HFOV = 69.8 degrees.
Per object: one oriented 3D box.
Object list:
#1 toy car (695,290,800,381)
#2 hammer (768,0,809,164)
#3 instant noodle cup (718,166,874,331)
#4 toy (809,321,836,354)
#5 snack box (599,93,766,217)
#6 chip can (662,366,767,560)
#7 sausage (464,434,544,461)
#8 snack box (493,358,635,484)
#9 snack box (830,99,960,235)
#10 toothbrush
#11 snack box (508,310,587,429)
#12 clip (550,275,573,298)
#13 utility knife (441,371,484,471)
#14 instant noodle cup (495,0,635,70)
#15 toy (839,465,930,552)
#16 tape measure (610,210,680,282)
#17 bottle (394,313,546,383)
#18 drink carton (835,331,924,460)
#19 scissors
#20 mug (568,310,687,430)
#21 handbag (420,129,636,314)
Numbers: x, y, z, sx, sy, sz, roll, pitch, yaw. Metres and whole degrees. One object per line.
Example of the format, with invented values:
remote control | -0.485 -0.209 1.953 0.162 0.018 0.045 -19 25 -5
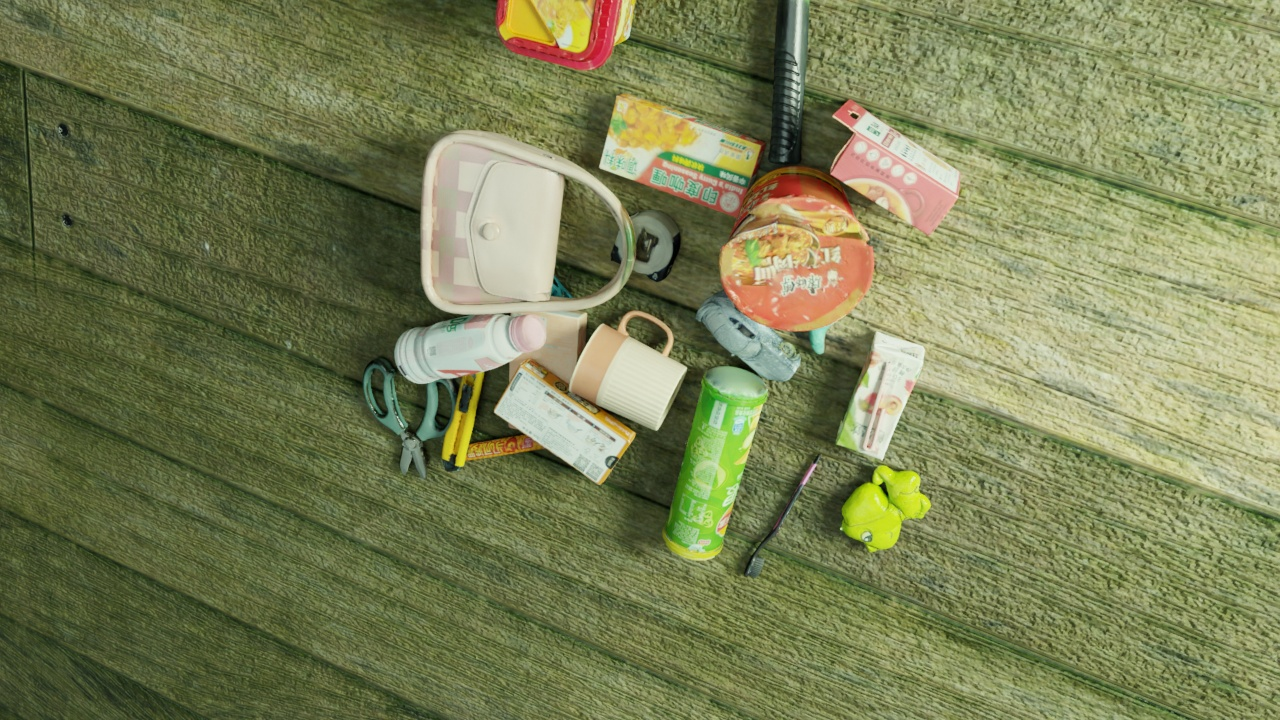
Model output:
toy car | 0.112 -0.022 0.957 0.120 0.036 0.054 41 147 -3
hammer | 0.140 -0.331 0.834 0.129 0.032 0.301 8 113 18
instant noodle cup | 0.147 -0.111 0.864 0.138 0.108 0.138 5 125 7
toy | 0.162 -0.051 0.941 0.092 0.030 0.096 2 117 22
snack box | 0.041 -0.207 0.923 0.156 0.027 0.077 22 118 11
chip can | 0.081 0.112 1.013 0.072 0.072 0.222 19 117 12
sausage | -0.172 0.107 1.131 0.165 0.021 0.021 -12 107 24
snack box | -0.088 0.071 1.052 0.154 0.026 0.075 35 118 2
snack box | 0.220 -0.175 0.822 0.127 0.113 0.044 34 119 5
toothbrush | 0.163 0.180 1.044 0.018 0.014 0.190 24 117 -2
snack box | -0.109 0.013 1.067 0.084 0.026 0.157 11 115 14
clip | -0.095 -0.080 1.029 0.014 0.047 0.057 -37 93 29
utility knife | -0.211 0.041 1.110 0.033 0.015 0.216 21 109 15
instant noodle cup | -0.058 -0.339 0.850 0.116 0.123 0.116 18 116 13
toy | 0.260 0.159 0.990 0.100 0.031 0.097 -20 103 21
tape measure | 0.008 -0.124 0.965 0.066 0.033 0.066 24 117 8
bottle | -0.193 -0.017 1.042 0.197 0.068 0.068 -9 108 36
drink carton | 0.244 0.038 0.938 0.053 0.045 0.123 20 117 10
scissors | -0.276 0.074 1.158 0.171 0.019 0.177 -9 106 22
mug | -0.006 0.006 1.004 0.106 0.081 0.114 26 88 6
handbag | -0.114 -0.134 0.970 0.234 0.093 0.193 13 112 13
